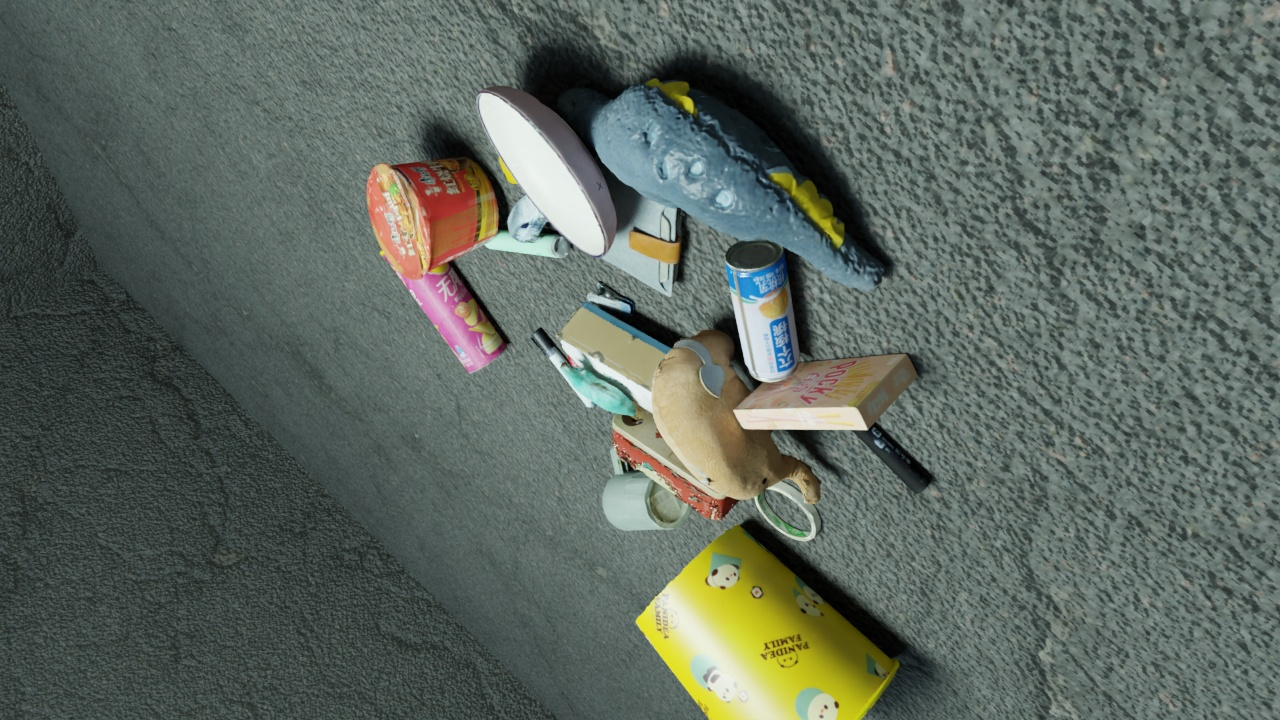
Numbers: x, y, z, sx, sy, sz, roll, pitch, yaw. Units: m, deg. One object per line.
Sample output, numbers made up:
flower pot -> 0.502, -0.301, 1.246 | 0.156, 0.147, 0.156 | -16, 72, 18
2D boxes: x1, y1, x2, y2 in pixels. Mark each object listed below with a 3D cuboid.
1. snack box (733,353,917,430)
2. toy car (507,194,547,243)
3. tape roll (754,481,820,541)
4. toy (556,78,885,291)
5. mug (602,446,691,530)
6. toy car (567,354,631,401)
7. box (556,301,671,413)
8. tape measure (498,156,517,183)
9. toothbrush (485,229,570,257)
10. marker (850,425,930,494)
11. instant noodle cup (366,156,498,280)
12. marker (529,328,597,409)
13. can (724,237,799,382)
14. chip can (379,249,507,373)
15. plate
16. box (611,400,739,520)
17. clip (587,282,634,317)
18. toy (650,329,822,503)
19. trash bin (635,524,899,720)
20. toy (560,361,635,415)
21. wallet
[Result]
snack box -> 0.166, 0.031, 0.843 | 0.158, 0.084, 0.026 | -7, 117, 55
toy car -> -0.123, -0.164, 1.025 | 0.091, 0.034, 0.043 | -37, 59, 60
tape roll -> 0.173, 0.177, 1.081 | 0.086, 0.013, 0.086 | 33, 147, 24
toy -> 0.045, -0.168, 0.773 | 0.356, 0.091, 0.138 | 34, 175, 25
mug -> 0.005, 0.169, 1.240 | 0.104, 0.083, 0.124 | -13, 90, 56
toy car -> -0.046, 0.012, 1.141 | 0.120, 0.045, 0.053 | 30, 145, 32
box -> -0.006, 0.006, 1.048 | 0.184, 0.059, 0.090 | 28, 164, 26
tape measure -> -0.121, -0.216, 0.977 | 0.060, 0.028, 0.057 | 3, 127, 29
toothbrush -> -0.164, -0.146, 1.122 | 0.225, 0.027, 0.026 | 13, 100, 45
marker -> 0.225, 0.077, 0.887 | 0.132, 0.020, 0.022 | 44, 149, 6
instant noodle cup -> -0.241, -0.174, 1.083 | 0.138, 0.108, 0.138 | 29, 131, 39
marker -> -0.103, 0.013, 1.239 | 0.131, 0.023, 0.018 | 53, -166, -7
can -> 0.115, -0.045, 0.850 | 0.053, 0.053, 0.135 | 21, 142, 38
chip can -> -0.275, -0.085, 1.295 | 0.072, 0.071, 0.210 | -8, 120, 56
plate -> -0.082, -0.186, 0.880 | 0.192, 0.039, 0.193 | 47, 168, 13
box -> 0.049, 0.114, 1.089 | 0.168, 0.091, 0.077 | 32, 144, 26
clip -> -0.033, -0.068, 1.052 | 0.057, 0.029, 0.025 | 30, 152, 17
toy -> 0.096, 0.077, 0.933 | 0.226, 0.143, 0.083 | 54, 145, -13
trash bin -> 0.146, 0.358, 1.142 | 0.255, 0.229, 0.230 | 45, 151, 16
toy -> -0.055, 0.031, 1.055 | 0.092, 0.030, 0.096 | 27, 171, 28
wallet -> -0.003, -0.131, 0.918 | 0.106, 0.036, 0.130 | 34, 148, 24
